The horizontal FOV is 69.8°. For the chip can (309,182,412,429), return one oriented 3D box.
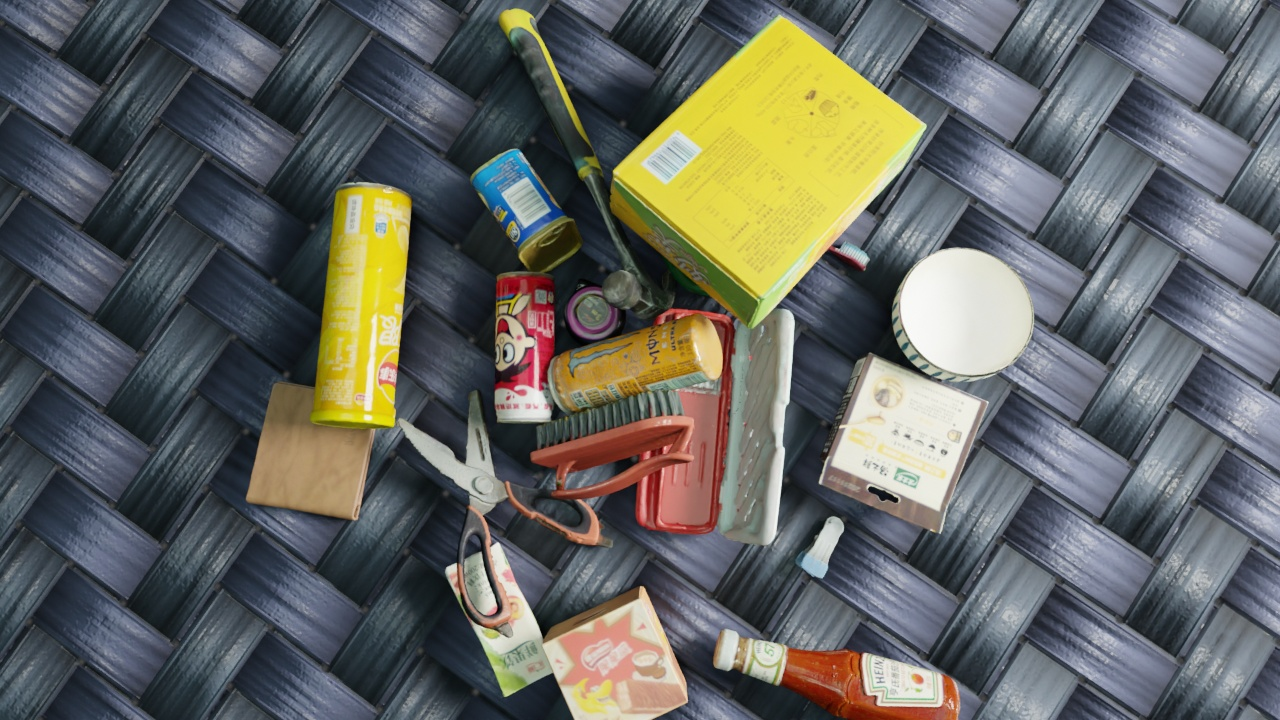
[{"bbox_3d":[-0.248,-0.047,0.818,0.072,0.072,0.213,2,81,1],"label":"chip can"}]

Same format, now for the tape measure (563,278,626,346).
[{"bbox_3d":[-0.041,-0.040,0.835,0.057,0.039,0.057,19,80,3],"label":"tape measure"}]

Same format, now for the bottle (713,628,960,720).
[{"bbox_3d":[0.166,0.274,0.790,0.206,0.060,0.059,15,85,4],"label":"bottle"}]

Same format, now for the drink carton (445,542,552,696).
[{"bbox_3d":[-0.122,0.226,0.808,0.053,0.045,0.122,-26,85,-11],"label":"drink carton"}]

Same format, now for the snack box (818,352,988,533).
[{"bbox_3d":[0.227,0.072,0.810,0.113,0.053,0.125,23,86,3],"label":"snack box"}]

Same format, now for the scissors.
[{"bbox_3d":[-0.129,0.129,0.802,0.225,0.015,0.188,29,57,-4],"label":"scissors"}]

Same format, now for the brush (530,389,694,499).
[{"bbox_3d":[-0.019,0.075,0.783,0.146,0.063,0.069,-19,66,27],"label":"brush"}]

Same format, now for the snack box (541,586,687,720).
[{"bbox_3d":[-0.021,0.260,0.787,0.093,0.077,0.094,-25,84,-1],"label":"snack box"}]

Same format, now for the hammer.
[{"bbox_3d":[-0.051,-0.179,0.825,0.032,0.126,0.323,-30,73,18],"label":"hammer"}]

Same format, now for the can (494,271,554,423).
[{"bbox_3d":[-0.104,-0.010,0.826,0.053,0.053,0.132,0,85,1],"label":"can"}]

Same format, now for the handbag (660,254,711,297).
[{"bbox_3d":[0.074,-0.125,0.815,0.131,0.068,0.120,-36,89,8],"label":"handbag"}]

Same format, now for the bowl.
[{"bbox_3d":[0.276,-0.034,0.809,0.116,0.066,0.116,0,76,-1],"label":"bowl"}]

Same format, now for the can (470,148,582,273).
[{"bbox_3d":[-0.101,-0.130,0.815,0.057,0.102,0.083,-35,82,-2],"label":"can"}]

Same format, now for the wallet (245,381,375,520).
[{"bbox_3d":[-0.299,0.082,0.841,0.101,0.020,0.115,9,82,1],"label":"wallet"}]

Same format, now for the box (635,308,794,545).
[{"bbox_3d":[0.069,0.055,0.808,0.155,0.074,0.201,2,83,31],"label":"box"}]

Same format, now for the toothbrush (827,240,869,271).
[{"bbox_3d":[0.131,-0.138,0.852,0.187,0.016,0.017,33,78,4],"label":"toothbrush"}]

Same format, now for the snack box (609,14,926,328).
[{"bbox_3d":[0.101,-0.153,0.741,0.157,0.070,0.209,41,75,10],"label":"snack box"}]

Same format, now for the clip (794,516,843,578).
[{"bbox_3d":[0.163,0.165,0.822,0.027,0.043,0.058,32,82,5],"label":"clip"}]

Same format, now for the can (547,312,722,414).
[{"bbox_3d":[-0.005,0.005,0.789,0.146,0.058,0.058,-15,84,26],"label":"can"}]
